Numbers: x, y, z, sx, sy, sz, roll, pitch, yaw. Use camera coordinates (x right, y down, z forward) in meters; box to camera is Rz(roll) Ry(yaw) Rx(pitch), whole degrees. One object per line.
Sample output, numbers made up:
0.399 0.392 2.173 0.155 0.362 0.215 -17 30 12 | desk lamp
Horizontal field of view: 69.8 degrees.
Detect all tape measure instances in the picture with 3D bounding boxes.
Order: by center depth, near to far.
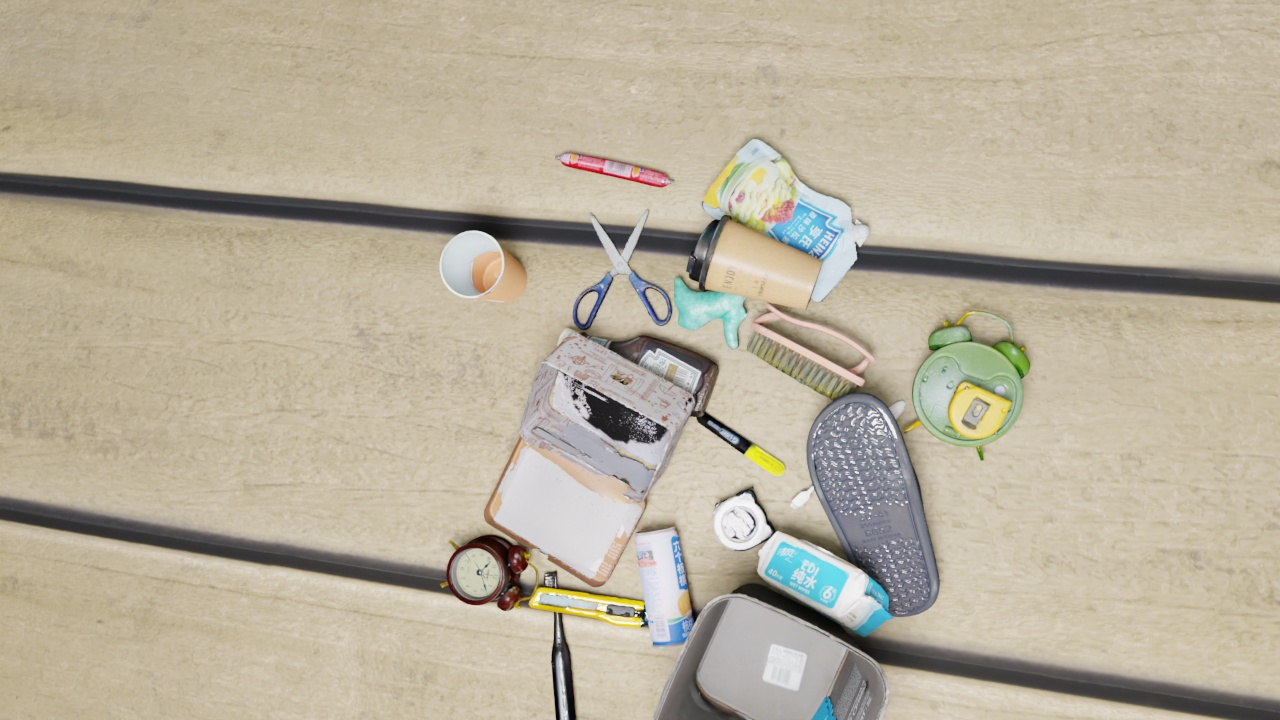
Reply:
0.362 0.056 0.989 0.060 0.029 0.057 26 93 11 | tape measure
0.118 0.191 1.081 0.066 0.033 0.065 -27 81 5 | tape measure

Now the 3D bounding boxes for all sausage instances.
-0.033 -0.238 1.140 0.156 0.020 0.020 15 89 11 | sausage

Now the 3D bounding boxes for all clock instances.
0.370 0.023 1.033 0.116 0.056 0.161 20 91 10 | clock
-0.180 0.259 1.119 0.122 0.055 0.082 11 88 14 | clock

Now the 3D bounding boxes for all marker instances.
0.119 0.099 1.095 0.124 0.015 0.018 34 88 12 | marker

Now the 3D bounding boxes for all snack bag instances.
0.174 -0.168 1.090 0.191 0.039 0.110 40 92 8 | snack bag

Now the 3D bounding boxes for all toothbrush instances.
0.243 0.111 1.074 0.180 0.016 0.016 -44 83 3 | toothbrush
-0.098 0.364 1.114 0.027 0.026 0.212 -5 83 -9 | toothbrush

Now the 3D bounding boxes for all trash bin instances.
0.138 0.348 0.974 0.199 0.219 0.199 24 91 11 | trash bin

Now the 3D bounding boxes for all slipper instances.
0.265 0.158 1.041 0.111 0.083 0.268 -16 101 21 | slipper

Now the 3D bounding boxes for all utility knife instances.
-0.058 0.298 1.105 0.154 0.015 0.033 8 77 2 | utility knife

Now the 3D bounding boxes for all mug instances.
-0.182 -0.105 1.107 0.078 0.122 0.078 -1 86 10 | mug

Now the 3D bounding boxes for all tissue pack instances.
0.202 0.244 1.009 0.140 0.090 0.063 21 76 41 | tissue pack

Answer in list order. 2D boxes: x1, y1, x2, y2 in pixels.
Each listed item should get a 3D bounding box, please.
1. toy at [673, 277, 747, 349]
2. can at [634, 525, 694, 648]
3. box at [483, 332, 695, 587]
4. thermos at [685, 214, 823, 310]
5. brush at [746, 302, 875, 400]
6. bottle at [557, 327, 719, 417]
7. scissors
0.087 -0.058 1.103 0.092 0.030 0.096 -8 88 12 | toy
0.029 0.265 1.082 0.053 0.053 0.134 -11 85 9 | can
-0.066 0.121 1.091 0.178 0.106 0.273 28 114 10 | box
0.132 -0.108 1.056 0.143 0.093 0.093 20 90 10 | thermos
0.194 -0.010 1.065 0.146 0.063 0.073 30 96 12 | brush
-0.007 0.006 1.109 0.195 0.044 0.079 19 80 12 | bottle
-0.026 -0.104 1.135 0.162 0.012 0.176 -42 80 6 | scissors
